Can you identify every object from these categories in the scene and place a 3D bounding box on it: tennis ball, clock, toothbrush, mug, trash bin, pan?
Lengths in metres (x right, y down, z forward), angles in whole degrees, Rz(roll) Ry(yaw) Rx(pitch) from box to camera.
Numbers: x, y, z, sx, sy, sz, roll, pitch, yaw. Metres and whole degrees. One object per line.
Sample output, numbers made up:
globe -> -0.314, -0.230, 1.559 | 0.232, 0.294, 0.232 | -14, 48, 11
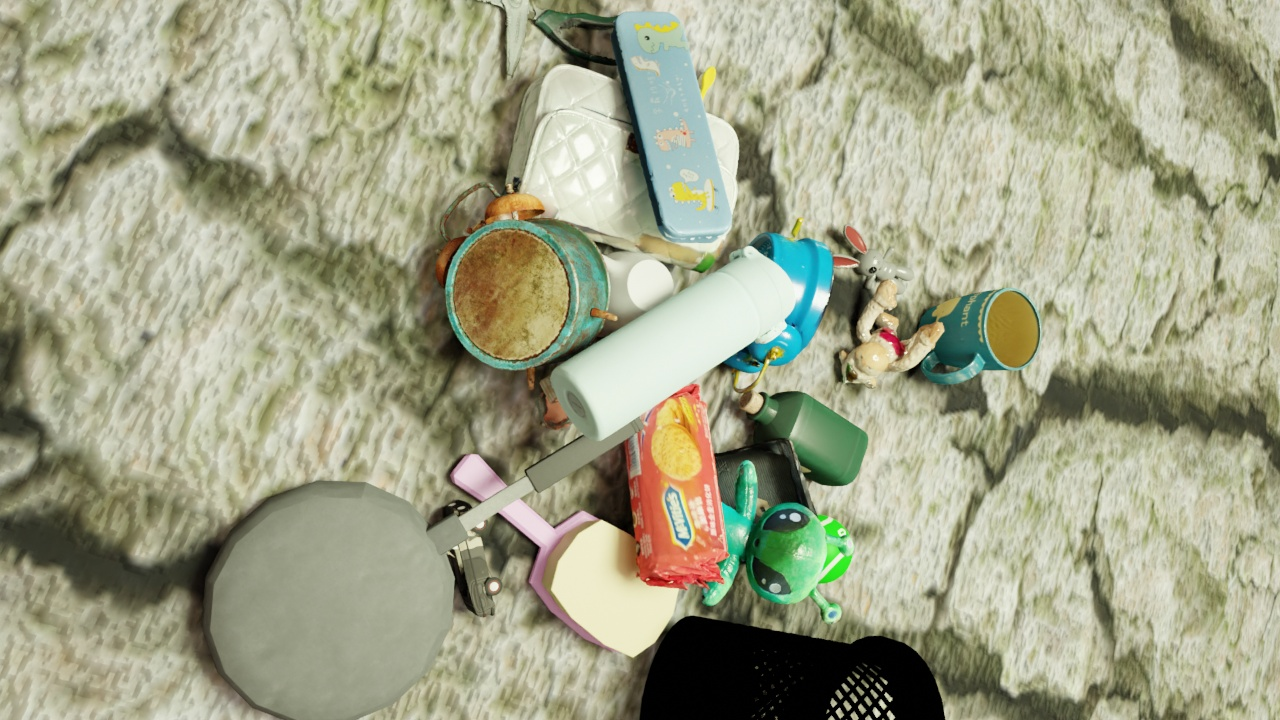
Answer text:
tennis ball -> 0.171, 0.181, 0.881 | 0.065, 0.065, 0.065 | 1, 87, -28
clock -> -0.097, -0.067, 0.724 | 0.157, 0.121, 0.073 | 54, 20, 8
toothbrush -> 0.042, -0.214, 0.859 | 0.021, 0.016, 0.135 | 25, 81, -27
mug -> 0.341, -0.020, 0.959 | 0.084, 0.104, 0.112 | 48, 70, -18
mug -> -0.027, -0.068, 0.772 | 0.107, 0.090, 0.071 | 34, 72, -23
trash bin -> 0.117, 0.312, 0.790 | 0.199, 0.196, 0.195 | 21, 78, -16
pan -> -0.149, 0.132, 0.684 | 0.356, 0.041, 0.178 | -31, 95, -15
clock -> 0.119, -0.045, 0.837 | 0.060, 0.117, 0.161 | 19, 74, -15

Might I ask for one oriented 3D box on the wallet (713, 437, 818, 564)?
wallet -> 0.112, 0.129, 0.846 | 0.026, 0.089, 0.115 | -41, 114, -68

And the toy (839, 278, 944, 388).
toy -> 0.240, -0.017, 0.932 | 0.106, 0.074, 0.085 | -41, 75, -3

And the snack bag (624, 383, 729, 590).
snack bag -> 0.026, 0.107, 0.775 | 0.082, 0.083, 0.176 | 7, 63, -28

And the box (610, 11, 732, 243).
box -> 0.025, -0.195, 0.748 | 0.065, 0.037, 0.209 | -5, 72, -26

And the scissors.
scissors -> -0.078, -0.335, 0.800 | 0.201, 0.015, 0.201 | 5, 85, -30

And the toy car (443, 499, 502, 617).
toy car -> -0.138, 0.158, 0.730 | 0.037, 0.040, 0.092 | -14, 94, -27

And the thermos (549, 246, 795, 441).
thermos -> 0.032, -0.016, 0.722 | 0.206, 0.065, 0.078 | -32, 96, -23

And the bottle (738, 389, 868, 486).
bottle -> 0.149, 0.066, 0.876 | 0.131, 0.061, 0.061 | 31, 71, -24

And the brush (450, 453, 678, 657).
brush -> -0.064, 0.158, 0.769 | 0.228, 0.043, 0.089 | 45, 69, -20

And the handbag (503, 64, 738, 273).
handbag -> -0.012, -0.164, 0.786 | 0.194, 0.073, 0.138 | 13, 84, -21

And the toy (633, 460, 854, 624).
toy -> 0.093, 0.159, 0.810 | 0.193, 0.072, 0.130 | 18, 76, 13

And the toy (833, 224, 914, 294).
toy -> 0.238, -0.101, 0.949 | 0.111, 0.030, 0.049 | 23, 106, -28

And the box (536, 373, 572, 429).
box -> -0.007, 0.003, 0.803 | 0.186, 0.085, 0.048 | -24, 71, -25
